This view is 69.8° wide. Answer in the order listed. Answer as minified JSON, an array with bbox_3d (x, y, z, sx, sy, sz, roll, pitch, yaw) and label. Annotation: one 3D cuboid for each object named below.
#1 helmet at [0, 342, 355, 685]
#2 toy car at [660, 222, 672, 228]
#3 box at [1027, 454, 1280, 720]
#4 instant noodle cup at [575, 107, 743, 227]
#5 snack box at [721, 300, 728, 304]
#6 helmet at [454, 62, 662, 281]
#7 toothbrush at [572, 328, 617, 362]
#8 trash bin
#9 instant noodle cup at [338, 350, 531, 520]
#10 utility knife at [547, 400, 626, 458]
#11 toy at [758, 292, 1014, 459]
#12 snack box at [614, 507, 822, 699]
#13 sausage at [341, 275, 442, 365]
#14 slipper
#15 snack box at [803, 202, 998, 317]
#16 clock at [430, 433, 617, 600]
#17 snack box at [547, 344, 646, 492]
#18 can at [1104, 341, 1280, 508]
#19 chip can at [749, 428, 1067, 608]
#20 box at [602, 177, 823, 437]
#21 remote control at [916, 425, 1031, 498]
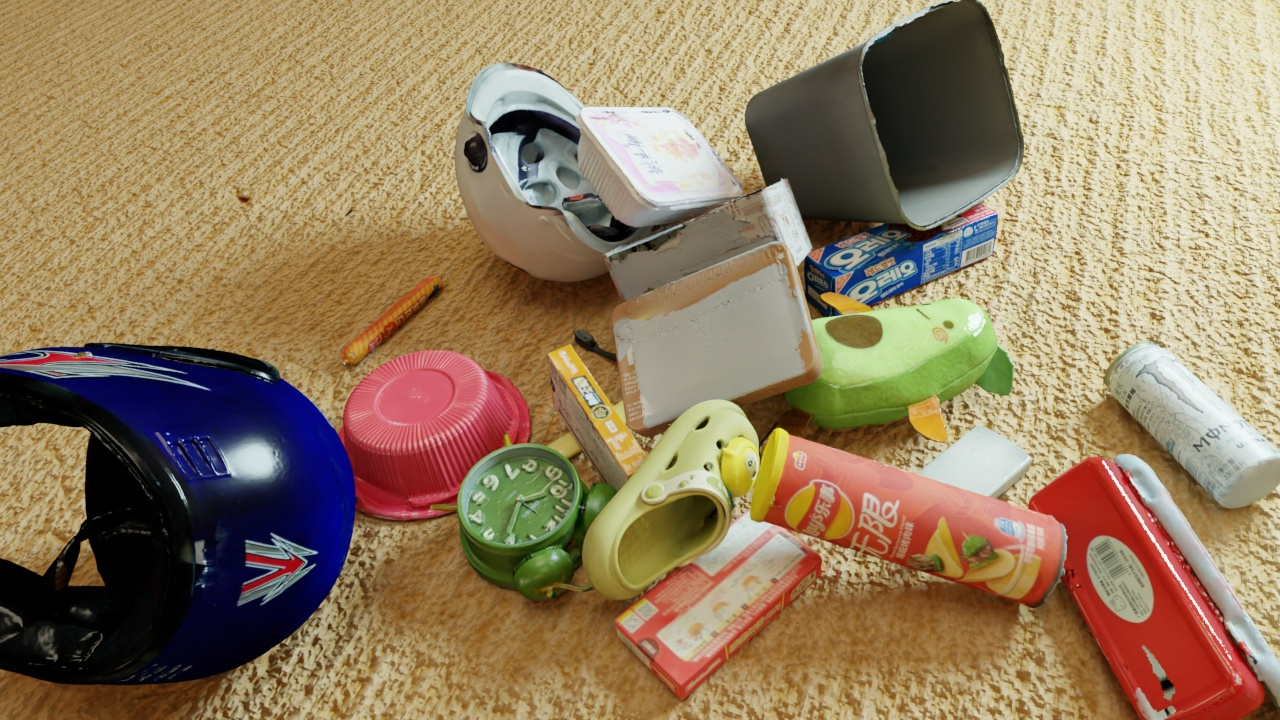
[{"bbox_3d":[-0.371,0.104,0.697,0.316,0.247,0.240,13,6,15],"label":"helmet"},{"bbox_3d":[0.053,-0.184,1.082,0.037,0.054,0.120,14,46,21],"label":"toy car"},{"bbox_3d":[0.373,0.166,0.647,0.101,0.095,0.201,24,34,-27],"label":"box"},{"bbox_3d":[0.012,-0.197,0.961,0.173,0.061,0.138,-18,66,-46],"label":"instant noodle cup"},{"bbox_3d":[0.098,-0.122,1.026,0.085,0.026,0.156,22,51,29],"label":"snack box"},{"bbox_3d":[-0.108,-0.189,1.022,0.228,0.146,0.258,-22,69,-49],"label":"helmet"},{"bbox_3d":[-0.005,0.005,0.902,0.014,0.016,0.190,-36,43,-28],"label":"toothbrush"},{"bbox_3d":[0.247,-0.251,0.983,0.198,0.199,0.220,-30,19,-25],"label":"trash bin"},{"bbox_3d":[-0.202,0.054,0.857,0.194,0.066,0.193,-5,41,4],"label":"instant noodle cup"},{"bbox_3d":[-0.048,0.065,0.852,0.195,0.020,0.031,-26,39,-28],"label":"utility knife"},{"bbox_3d":[0.206,0.004,0.823,0.246,0.090,0.226,-17,44,-3],"label":"toy"},{"bbox_3d":[0.061,0.180,0.700,0.152,0.025,0.075,-34,48,-26],"label":"snack box"},{"bbox_3d":[-0.272,-0.047,1.012,0.021,0.021,0.164,18,49,27],"label":"sausage"},{"bbox_3d":[0.039,0.113,0.705,0.082,0.092,0.190,14,48,45],"label":"slipper"},{"bbox_3d":[0.273,-0.110,0.961,0.207,0.057,0.058,-22,41,-14],"label":"snack box"},{"bbox_3d":[-0.083,0.132,0.750,0.161,0.056,0.115,28,59,27],"label":"clock"},{"bbox_3d":[-0.036,0.063,0.794,0.026,0.075,0.153,-24,53,-18],"label":"snack box"},{"bbox_3d":[0.451,0.050,0.752,0.058,0.058,0.146,-15,42,-7],"label":"can"},{"bbox_3d":[0.191,0.116,0.673,0.216,0.073,0.073,18,46,3],"label":"chip can"},{"bbox_3d":[0.064,-0.066,0.842,0.179,0.130,0.271,-20,36,22],"label":"box"},{"bbox_3d":[0.259,0.104,0.754,0.134,0.019,0.056,-32,47,-24],"label":"remote control"}]
